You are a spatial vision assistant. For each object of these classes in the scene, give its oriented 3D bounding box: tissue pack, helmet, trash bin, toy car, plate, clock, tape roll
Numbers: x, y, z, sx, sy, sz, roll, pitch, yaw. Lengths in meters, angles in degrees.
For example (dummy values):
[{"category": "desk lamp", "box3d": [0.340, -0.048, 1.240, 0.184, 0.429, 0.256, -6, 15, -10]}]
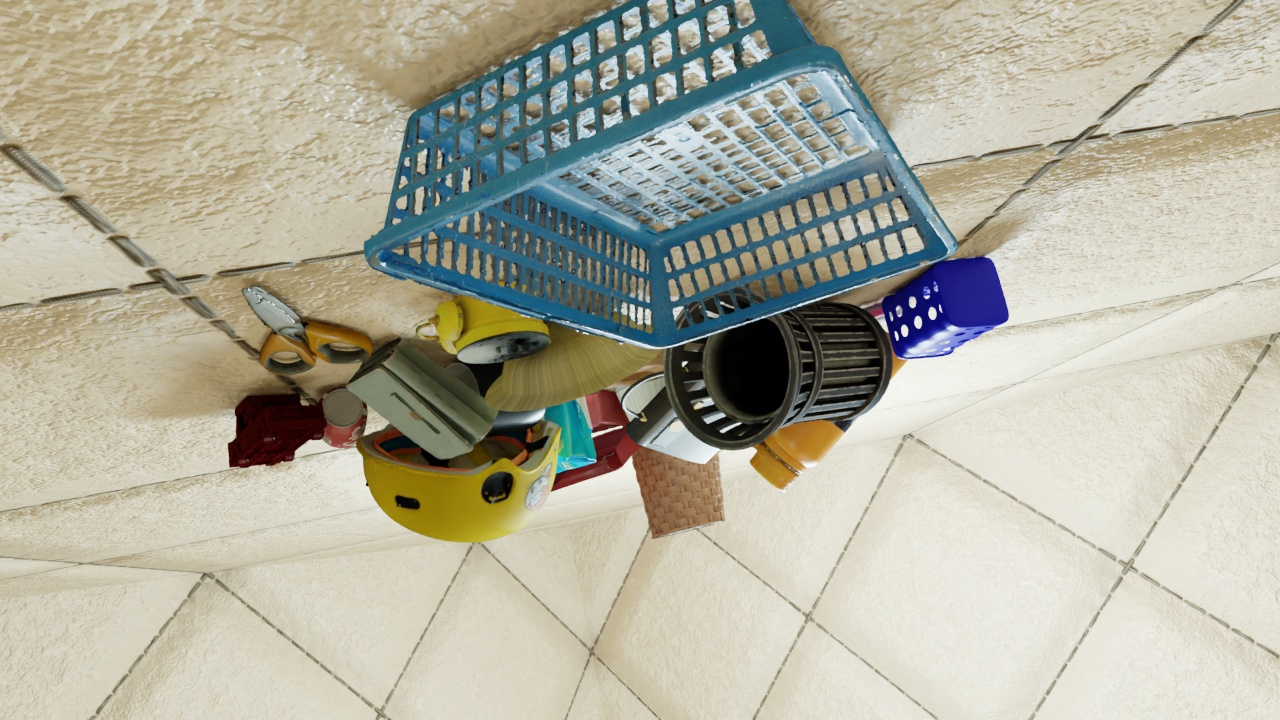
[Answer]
[{"category": "tissue pack", "box3d": [-0.145, 0.099, 1.207, 0.210, 0.117, 0.066, -22, 161, 39]}, {"category": "helmet", "box3d": [-0.210, 0.143, 1.069, 0.209, 0.140, 0.239, 16, -158, 41]}, {"category": "trash bin", "box3d": [0.061, 0.162, 1.442, 0.151, 0.210, 0.151, -12, 167, -3]}, {"category": "toy car", "box3d": [-0.393, 0.071, 0.983, 0.070, 0.061, 0.170, -2, 163, -38]}, {"category": "trash bin", "box3d": [0.162, 0.004, 1.001, 0.165, 0.164, 0.227, -23, 166, 40]}, {"category": "plate", "box3d": [-0.067, -0.012, 0.877, 0.184, 0.036, 0.184, -17, -161, 6]}, {"category": "clock", "box3d": [-0.136, -0.029, 0.804, 0.118, 0.057, 0.083, -10, 167, -8]}, {"category": "tape roll", "box3d": [-0.007, 0.007, 1.132, 0.094, 0.027, 0.094, -11, 167, -3]}]

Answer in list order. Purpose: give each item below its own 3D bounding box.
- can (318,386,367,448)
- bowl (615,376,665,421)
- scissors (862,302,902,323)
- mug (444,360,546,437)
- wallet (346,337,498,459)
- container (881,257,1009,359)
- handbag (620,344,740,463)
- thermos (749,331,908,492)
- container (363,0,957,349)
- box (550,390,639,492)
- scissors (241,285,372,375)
[{"category": "can", "box3d": [-0.334, 0.064, 1.027, 0.054, 0.054, 0.097, -7, 166, -20]}, {"category": "bowl", "box3d": [0.026, 0.059, 1.305, 0.115, 0.062, 0.115, -11, 167, -3]}, {"category": "scissors", "box3d": [0.263, -0.043, 1.199, 0.179, 0.016, 0.101, -21, 164, 33]}, {"category": "mug", "box3d": [-0.174, 0.038, 1.021, 0.094, 0.085, 0.122, -4, -167, -45]}, {"category": "wallet", "box3d": [-0.219, 0.040, 0.913, 0.131, 0.054, 0.101, 43, 135, -20]}, {"category": "container", "box3d": [0.349, -0.059, 1.055, 0.085, 0.084, 0.114, -6, 165, -18]}, {"category": "handbag", "box3d": [0.056, 0.045, 1.154, 0.195, 0.072, 0.176, 10, 133, -44]}, {"category": "thermos", "box3d": [0.230, 0.056, 1.151, 0.076, 0.091, 0.233, 36, 97, -28]}, {"category": "container", "box3d": [0.036, -0.103, 0.576, 0.258, 0.089, 0.361, -18, 165, 24]}, {"category": "box", "box3d": [-0.091, 0.104, 1.357, 0.158, 0.126, 0.136, -21, -175, 23]}, {"category": "scissors", "box3d": [-0.304, -0.023, 0.774, 0.114, 0.016, 0.229, -12, 166, -1]}]
